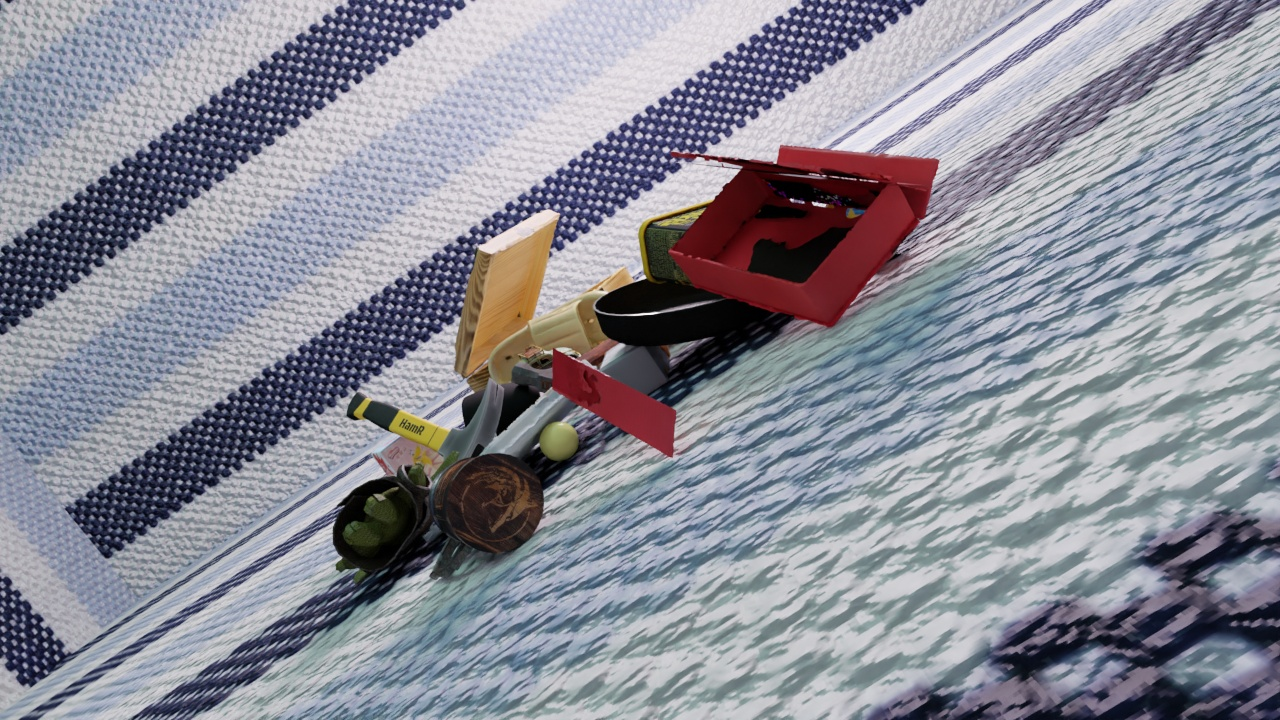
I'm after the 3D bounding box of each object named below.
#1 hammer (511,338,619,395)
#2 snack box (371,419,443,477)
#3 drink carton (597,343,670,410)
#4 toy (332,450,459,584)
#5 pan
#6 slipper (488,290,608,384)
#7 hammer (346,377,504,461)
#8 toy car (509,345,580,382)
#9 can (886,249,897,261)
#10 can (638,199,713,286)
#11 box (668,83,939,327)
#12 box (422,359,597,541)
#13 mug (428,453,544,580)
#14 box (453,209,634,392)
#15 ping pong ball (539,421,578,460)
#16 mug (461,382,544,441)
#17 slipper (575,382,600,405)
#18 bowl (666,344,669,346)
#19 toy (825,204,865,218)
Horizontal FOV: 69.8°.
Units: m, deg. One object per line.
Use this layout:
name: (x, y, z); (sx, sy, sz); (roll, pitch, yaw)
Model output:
hammer: (-0.037, -0.019, 1.245); (0.111, 0.028, 0.299); (14, 27, 28)
snack box: (-0.310, 0.142, 1.274); (0.079, 0.095, 0.093); (-38, 10, -23)
drink carton: (-0.006, 0.006, 1.035); (0.076, 0.048, 0.124); (-33, 9, 9)
toy: (-0.267, 0.165, 0.970); (0.179, 0.078, 0.153); (-52, -2, -4)
pan: (0.050, -0.086, 1.083); (0.204, 0.044, 0.355); (-12, 16, 2)
slipper: (-0.136, -0.013, 1.364); (0.262, 0.111, 0.079); (-24, 2, 29)
hammer: (-0.294, 0.082, 1.182); (0.325, 0.034, 0.169); (12, 68, 47)
toy car: (-0.137, 0.004, 1.246); (0.111, 0.047, 0.047); (-31, 25, -23)
can: (0.219, -0.115, 0.888); (0.038, 0.038, 0.079); (-34, 8, 3)
can: (0.081, -0.128, 1.004); (0.130, 0.072, 0.101); (-22, 23, -32)
box: (0.191, -0.264, 0.833); (0.215, 0.138, 0.467); (27, 91, 56)
box: (-0.137, 0.100, 0.987); (0.191, 0.037, 0.208); (-52, -5, 39)
mug: (-0.144, 0.136, 0.784); (0.115, 0.080, 0.107); (-65, 17, -16)
box: (-0.193, -0.085, 1.566); (0.270, 0.264, 0.278); (-32, 10, 29)
ping pong ball: (-0.083, 0.082, 0.931); (0.040, 0.040, 0.040); (-33, 9, 5)
mug: (-0.167, 0.076, 1.168); (0.100, 0.085, 0.118); (-20, 21, 7)
slipper: (-0.143, 0.048, 1.295); (0.103, 0.059, 0.249); (-39, 11, -32)
bowl: (0.020, -0.050, 1.191); (0.117, 0.061, 0.117); (-28, 13, 7)
toy: (0.239, -0.140, 0.982); (0.090, 0.070, 0.103); (-21, -13, 5)
